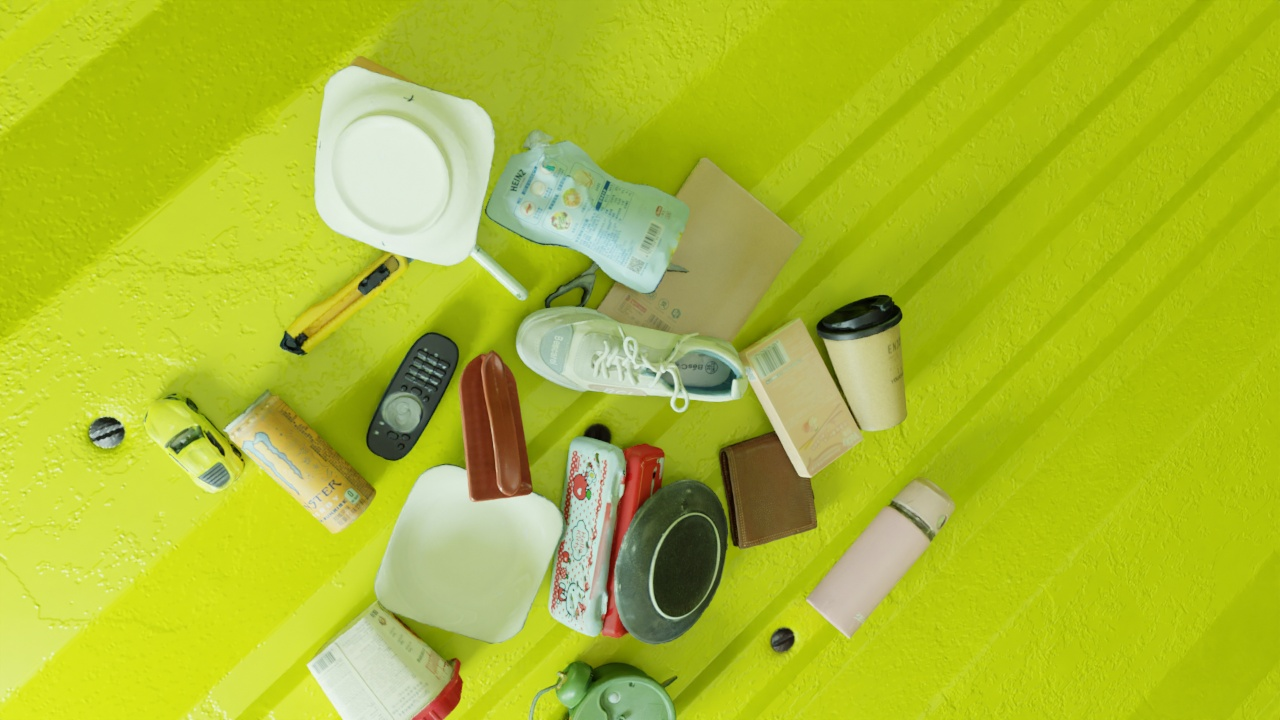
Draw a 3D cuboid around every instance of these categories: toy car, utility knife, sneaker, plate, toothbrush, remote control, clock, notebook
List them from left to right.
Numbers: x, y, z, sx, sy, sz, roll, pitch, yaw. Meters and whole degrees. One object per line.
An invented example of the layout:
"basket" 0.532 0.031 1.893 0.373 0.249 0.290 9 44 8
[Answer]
"toy car" -0.423 0.079 0.865 0.048 0.032 0.105 -40 103 -8
"utility knife" -0.261 -0.081 0.891 0.223 0.015 0.033 -40 107 -2
"plate" -0.222 -0.170 0.837 0.164 0.034 0.164 16 116 0
"remote control" -0.228 0.035 0.917 0.053 0.024 0.136 29 89 -18
"toothbrush" -0.185 -0.124 0.916 0.189 0.029 0.020 42 43 -17
"plate" -0.176 0.195 0.944 0.163 0.034 0.164 23 90 -17
"clock" -0.040 0.384 0.990 0.161 0.056 0.116 9 93 -16
"sneaker" -0.005 0.005 0.931 0.242 0.090 0.090 8 107 -14
"plate" 0.042 0.214 0.967 0.179 0.024 0.179 -10 104 -44
"notebook" 0.066 -0.092 0.993 0.148 0.008 0.207 35 86 -16

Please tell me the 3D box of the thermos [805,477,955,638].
"thermos" 0.283 0.228 1.063 0.198 0.067 0.087 -47 137 -8

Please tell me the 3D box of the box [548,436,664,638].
"box" -0.044 0.183 0.970 0.101 0.095 0.201 9 94 22

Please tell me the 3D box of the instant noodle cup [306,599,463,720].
"instant noodle cup" -0.252 0.311 0.901 0.116 0.116 0.124 -40 93 -8

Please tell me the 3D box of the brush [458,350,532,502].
"brush" -0.144 0.063 0.904 0.063 0.069 0.145 -4 79 -25

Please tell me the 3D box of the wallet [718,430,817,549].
"wallet" 0.144 0.142 1.029 0.101 0.032 0.124 -13 100 -17

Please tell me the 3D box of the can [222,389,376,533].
"can" -0.324 0.098 0.880 0.058 0.058 0.146 -44 105 -7

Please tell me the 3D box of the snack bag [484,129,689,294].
"snack bag" -0.051 -0.151 0.926 0.191 0.039 0.110 25 89 -11

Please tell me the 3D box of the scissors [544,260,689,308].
"scissors" -0.037 -0.108 0.954 0.181 0.014 0.159 24 88 -12

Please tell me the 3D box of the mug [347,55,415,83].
"mug" -0.223 -0.230 0.867 0.122 0.078 0.078 30 87 -11

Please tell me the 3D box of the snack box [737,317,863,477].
"snack box" 0.176 0.041 1.012 0.084 0.026 0.157 -31 98 -21

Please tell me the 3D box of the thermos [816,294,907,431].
"thermos" 0.252 0.001 1.016 0.093 0.093 0.143 -21 108 -12
